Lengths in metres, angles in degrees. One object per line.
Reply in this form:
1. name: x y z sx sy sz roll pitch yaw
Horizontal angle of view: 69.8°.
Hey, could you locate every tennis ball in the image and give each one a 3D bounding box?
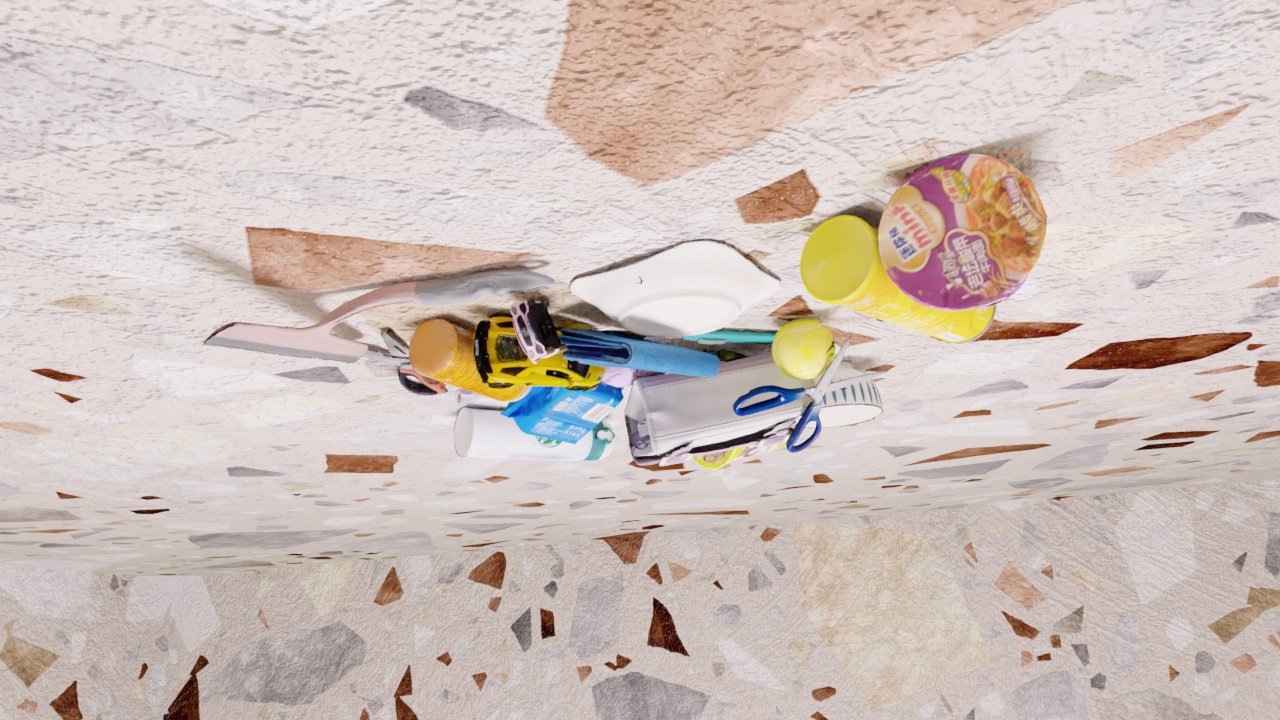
1. tennis ball: 0.171 -0.012 0.961 0.065 0.065 0.065 -4 163 -1

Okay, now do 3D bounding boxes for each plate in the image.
1. plate: 0.035 -0.055 0.843 0.165 0.034 0.163 -15 160 31

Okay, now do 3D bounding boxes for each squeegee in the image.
1. squeegee: -0.195 -0.050 0.793 0.250 0.040 0.247 -13 174 8

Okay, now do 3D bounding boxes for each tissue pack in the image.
1. tissue pack: -0.090 0.046 1.077 0.095 0.052 0.157 -42 152 16

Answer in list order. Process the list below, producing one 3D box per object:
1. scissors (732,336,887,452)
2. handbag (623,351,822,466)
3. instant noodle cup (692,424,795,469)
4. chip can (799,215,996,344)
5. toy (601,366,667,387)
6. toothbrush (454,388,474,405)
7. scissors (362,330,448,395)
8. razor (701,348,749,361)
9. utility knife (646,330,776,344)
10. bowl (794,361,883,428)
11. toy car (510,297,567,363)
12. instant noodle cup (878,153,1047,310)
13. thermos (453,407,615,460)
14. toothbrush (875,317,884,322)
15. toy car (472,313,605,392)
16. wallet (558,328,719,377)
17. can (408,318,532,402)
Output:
1. scissors: 0.178 0.041 0.962 0.173 0.012 0.163 -15 137 -8
2. handbag: 0.087 0.059 1.044 0.197 0.098 0.145 -11 169 -11
3. instant noodle cup: 0.136 0.084 1.219 0.123 0.111 0.112 -2 165 -36
4. chip can: 0.228 -0.064 0.792 0.213 0.072 0.072 12 157 -43
5. toy: -0.006 0.006 1.022 0.108 0.039 0.083 -16 164 33
6. toothbrush: -0.130 0.038 1.109 0.188 0.021 0.029 -2 170 -31
7. scissors: -0.241 0.006 1.011 0.226 0.015 0.189 7 160 -31
8. razor: 0.108 -0.001 1.060 0.142 0.022 0.043 6 156 -45
9. utility knife: 0.083 -0.024 0.989 0.222 0.013 0.029 2 163 -20
10. bowl: 0.241 0.040 1.152 0.116 0.066 0.116 -4 162 -1
11. toy car: -0.095 -0.027 0.823 0.037 0.056 0.122 -23 -179 4
12. instant noodle cup: 0.243 -0.085 0.681 0.112 0.111 0.099 -13 169 26
13. thermos: -0.141 0.105 1.273 0.224 0.073 0.073 6 160 -32
14. toothbrush: 0.200 -0.065 0.873 0.016 0.018 0.191 -17 159 32
15. toy car: -0.095 -0.007 0.906 0.155 0.071 0.041 6 165 -37
16. wallet: -0.001 -0.007 0.900 0.106 0.040 0.133 11 -179 43
17. can: -0.170 0.003 0.940 0.058 0.058 0.146 -12 162 24
